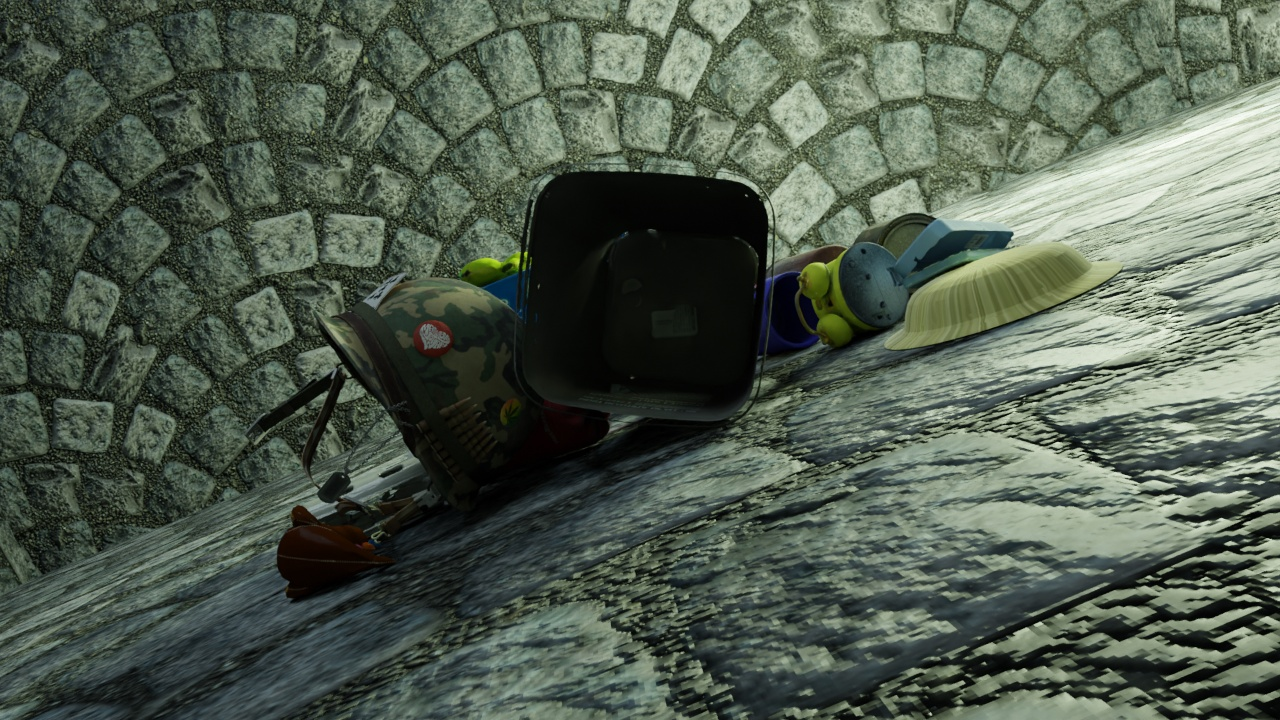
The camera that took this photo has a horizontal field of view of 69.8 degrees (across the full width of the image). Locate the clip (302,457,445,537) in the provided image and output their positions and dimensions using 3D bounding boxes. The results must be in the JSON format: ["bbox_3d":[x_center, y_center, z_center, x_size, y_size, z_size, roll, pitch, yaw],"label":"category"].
[{"bbox_3d":[-0.259,0.130,0.880,0.125,0.089,0.151,-21,14,-20],"label":"clip"}]

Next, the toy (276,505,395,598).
[{"bbox_3d":[-0.228,0.149,0.716,0.103,0.070,0.090,2,-3,13],"label":"toy"}]

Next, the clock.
[{"bbox_3d":[0.195,-0.061,0.860,0.118,0.083,0.057,-21,-2,-29],"label":"clock"}]

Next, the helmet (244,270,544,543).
[{"bbox_3d":[-0.198,0.035,0.772,0.236,0.193,0.224,-49,-37,1],"label":"helmet"}]

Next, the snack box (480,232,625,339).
[{"bbox_3d":[-0.093,-0.027,1.151,0.239,0.195,0.056,-22,4,-2],"label":"snack box"}]

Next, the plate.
[{"bbox_3d":[0.278,-0.060,0.730,0.184,0.036,0.184,-22,4,1],"label":"plate"}]

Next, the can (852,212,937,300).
[{"bbox_3d":[0.276,-0.107,0.967,0.090,0.090,0.074,-23,4,-8],"label":"can"}]

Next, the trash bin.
[{"bbox_3d":[0.018,-0.052,0.802,0.197,0.197,0.220,6,2,10],"label":"trash bin"}]

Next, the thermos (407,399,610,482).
[{"bbox_3d":[-0.142,0.077,0.916,0.240,0.073,0.073,-20,4,30],"label":"thermos"}]

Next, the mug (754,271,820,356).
[{"bbox_3d":[0.158,-0.046,0.983,0.111,0.079,0.084,7,-8,-23],"label":"mug"}]

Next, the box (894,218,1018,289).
[{"bbox_3d":[0.305,-0.090,0.855,0.209,0.052,0.067,-8,-38,-51],"label":"box"}]

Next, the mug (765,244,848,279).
[{"bbox_3d":[0.188,-0.083,1.066,0.122,0.096,0.110,-8,-5,-21],"label":"mug"}]

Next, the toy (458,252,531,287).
[{"bbox_3d":[-0.182,-0.115,1.160,0.093,0.036,0.094,-17,6,-22],"label":"toy"}]
